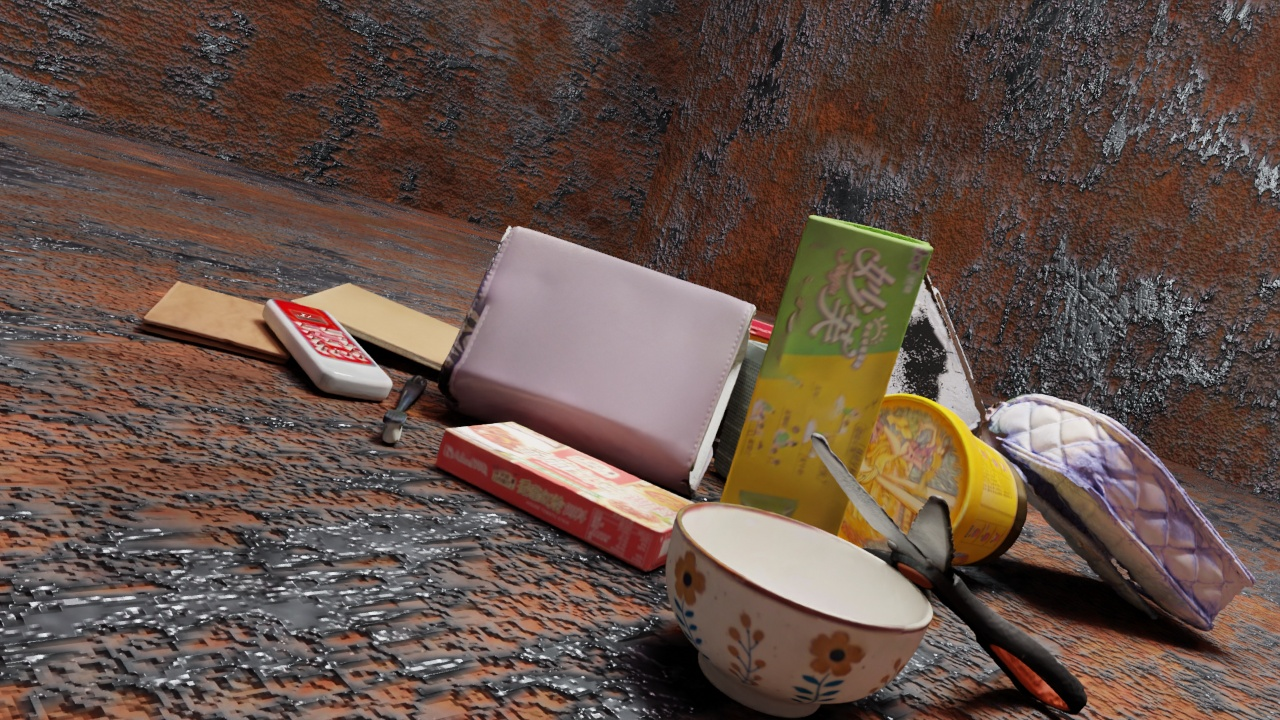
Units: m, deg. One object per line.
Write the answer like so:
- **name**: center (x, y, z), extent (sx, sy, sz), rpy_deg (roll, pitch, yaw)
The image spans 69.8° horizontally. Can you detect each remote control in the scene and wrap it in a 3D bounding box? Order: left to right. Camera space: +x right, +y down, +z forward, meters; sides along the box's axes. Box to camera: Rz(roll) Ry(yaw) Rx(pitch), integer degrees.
- **remote control**: center (-0.231, -0.010, 0.673), extent (0.055, 0.020, 0.136), rpy_deg (16, 14, -44)

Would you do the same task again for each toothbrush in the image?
- **toothbrush**: center (-0.164, 0.029, 0.643), extent (0.015, 0.018, 0.181), rpy_deg (10, 7, -10)

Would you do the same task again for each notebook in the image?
- **notebook**: center (-0.186, -0.019, 0.821), extent (0.211, 0.012, 0.149), rpy_deg (23, 10, -3)

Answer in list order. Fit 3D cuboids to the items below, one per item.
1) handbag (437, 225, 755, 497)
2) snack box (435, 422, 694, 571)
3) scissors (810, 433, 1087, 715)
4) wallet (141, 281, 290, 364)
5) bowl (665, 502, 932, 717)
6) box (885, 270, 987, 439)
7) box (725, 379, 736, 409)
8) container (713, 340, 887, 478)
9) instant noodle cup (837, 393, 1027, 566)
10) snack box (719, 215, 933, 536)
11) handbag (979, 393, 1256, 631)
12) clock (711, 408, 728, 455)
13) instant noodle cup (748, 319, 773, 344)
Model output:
- **handbag**: center (-0.030, 0.003, 0.676), extent (0.197, 0.144, 0.099), rpy_deg (19, -30, 10)
- **snack box**: center (-0.040, 0.076, 0.546), extent (0.153, 0.025, 0.075), rpy_deg (21, 10, 25)
- **scissors**: center (0.146, 0.106, 0.435), extent (0.211, 0.021, 0.222), rpy_deg (36, -14, 7)
- **wallet**: center (-0.312, -0.028, 0.696), extent (0.101, 0.020, 0.115), rpy_deg (16, 12, -17)
- **bowl**: center (0.061, 0.112, 0.397), extent (0.113, 0.062, 0.113), rpy_deg (17, 10, -3)
- **box**: center (0.228, 0.030, 0.867), extent (0.157, 0.182, 0.193), rpy_deg (-12, -27, 1)
- **box**: center (-0.005, 0.005, 0.781), extent (0.184, 0.060, 0.089), rpy_deg (-1, 22, 1)
- **container**: center (0.120, 0.054, 0.719), extent (0.090, 0.111, 0.090), rpy_deg (13, 9, -26)
- **instant noodle cup**: center (0.206, 0.093, 0.653), extent (0.114, 0.118, 0.118), rpy_deg (20, 5, -41)
- **snack box**: center (0.106, 0.021, 0.565), extent (0.070, 0.210, 0.157), rpy_deg (17, 9, 8)
- **handbag**: center (0.357, 0.116, 0.701), extent (0.194, 0.075, 0.134), rpy_deg (45, 0, -15)
- **clock**: center (0.074, 0.051, 0.834), extent (0.082, 0.055, 0.122), rpy_deg (8, 16, -45)
- **instant noodle cup**: center (0.097, 0.018, 0.950), extent (0.116, 0.116, 0.123), rpy_deg (18, -3, 3)
